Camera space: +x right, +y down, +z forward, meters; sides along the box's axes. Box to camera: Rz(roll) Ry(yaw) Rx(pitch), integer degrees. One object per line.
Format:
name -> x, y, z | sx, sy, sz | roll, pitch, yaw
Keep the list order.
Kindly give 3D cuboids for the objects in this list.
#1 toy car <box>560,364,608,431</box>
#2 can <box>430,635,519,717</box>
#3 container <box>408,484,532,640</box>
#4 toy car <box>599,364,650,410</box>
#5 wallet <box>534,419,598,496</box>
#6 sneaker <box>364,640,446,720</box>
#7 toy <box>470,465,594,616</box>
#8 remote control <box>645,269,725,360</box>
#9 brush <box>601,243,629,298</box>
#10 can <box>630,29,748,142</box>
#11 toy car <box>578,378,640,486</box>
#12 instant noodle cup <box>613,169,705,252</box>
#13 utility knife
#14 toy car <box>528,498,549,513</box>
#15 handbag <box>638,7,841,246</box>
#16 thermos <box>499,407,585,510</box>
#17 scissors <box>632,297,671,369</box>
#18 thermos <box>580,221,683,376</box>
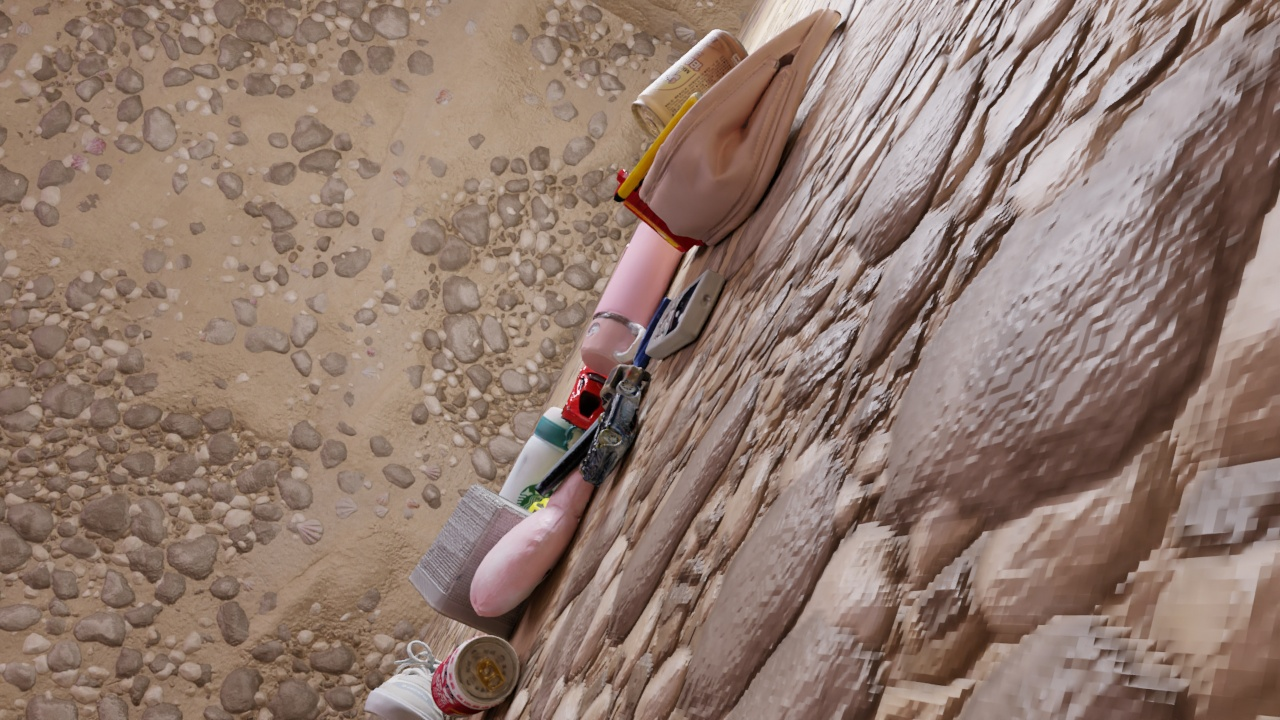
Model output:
toy car -> -0.056, 0.039, 1.056 | 0.031, 0.049, 0.106 | -57, 8, 38
can -> -0.135, 0.256, 0.740 | 0.053, 0.053, 0.133 | -66, 7, -30
container -> -0.150, 0.192, 0.894 | 0.090, 0.090, 0.114 | 19, 76, 56
toy car -> -0.018, 0.028, 0.868 | 0.042, 0.035, 0.090 | -62, 4, -14
wallet -> -0.061, 0.089, 0.871 | 0.097, 0.019, 0.121 | -47, -2, -14
sneaker -> -0.244, 0.373, 1.031 | 0.090, 0.089, 0.243 | -60, -1, -21
toy -> -0.092, 0.160, 0.813 | 0.159, 0.054, 0.121 | -52, 1, -26
remote control -> 0.034, -0.036, 0.772 | 0.058, 0.021, 0.150 | -63, 5, -11
brush -> -0.017, -0.083, 1.208 | 0.072, 0.063, 0.146 | -83, 18, -55
can -> 0.051, -0.266, 0.897 | 0.116, 0.058, 0.058 | -43, 3, -9
toy car -> -0.021, 0.059, 0.761 | 0.049, 0.031, 0.105 | -57, 10, 38
instant noodle cup -> 0.049, -0.192, 0.969 | 0.124, 0.116, 0.116 | -50, 6, 4
utility knife -> 0.016, -0.194, 0.852 | 0.154, 0.015, 0.033 | -44, 11, 49
toy car -> -0.108, 0.175, 0.979 | 0.048, 0.032, 0.105 | -61, 8, 3
handbag -> 0.102, -0.225, 0.831 | 0.234, 0.093, 0.193 | -55, 4, -10
thermos -> -0.129, 0.161, 1.063 | 0.224, 0.073, 0.073 | -62, 6, -4
scissors -> -0.005, 0.006, 0.959 | 0.162, 0.012, 0.175 | -65, 6, -19
thermos -> -0.002, -0.075, 1.076 | 0.087, 0.067, 0.198 | -11, 45, 46
